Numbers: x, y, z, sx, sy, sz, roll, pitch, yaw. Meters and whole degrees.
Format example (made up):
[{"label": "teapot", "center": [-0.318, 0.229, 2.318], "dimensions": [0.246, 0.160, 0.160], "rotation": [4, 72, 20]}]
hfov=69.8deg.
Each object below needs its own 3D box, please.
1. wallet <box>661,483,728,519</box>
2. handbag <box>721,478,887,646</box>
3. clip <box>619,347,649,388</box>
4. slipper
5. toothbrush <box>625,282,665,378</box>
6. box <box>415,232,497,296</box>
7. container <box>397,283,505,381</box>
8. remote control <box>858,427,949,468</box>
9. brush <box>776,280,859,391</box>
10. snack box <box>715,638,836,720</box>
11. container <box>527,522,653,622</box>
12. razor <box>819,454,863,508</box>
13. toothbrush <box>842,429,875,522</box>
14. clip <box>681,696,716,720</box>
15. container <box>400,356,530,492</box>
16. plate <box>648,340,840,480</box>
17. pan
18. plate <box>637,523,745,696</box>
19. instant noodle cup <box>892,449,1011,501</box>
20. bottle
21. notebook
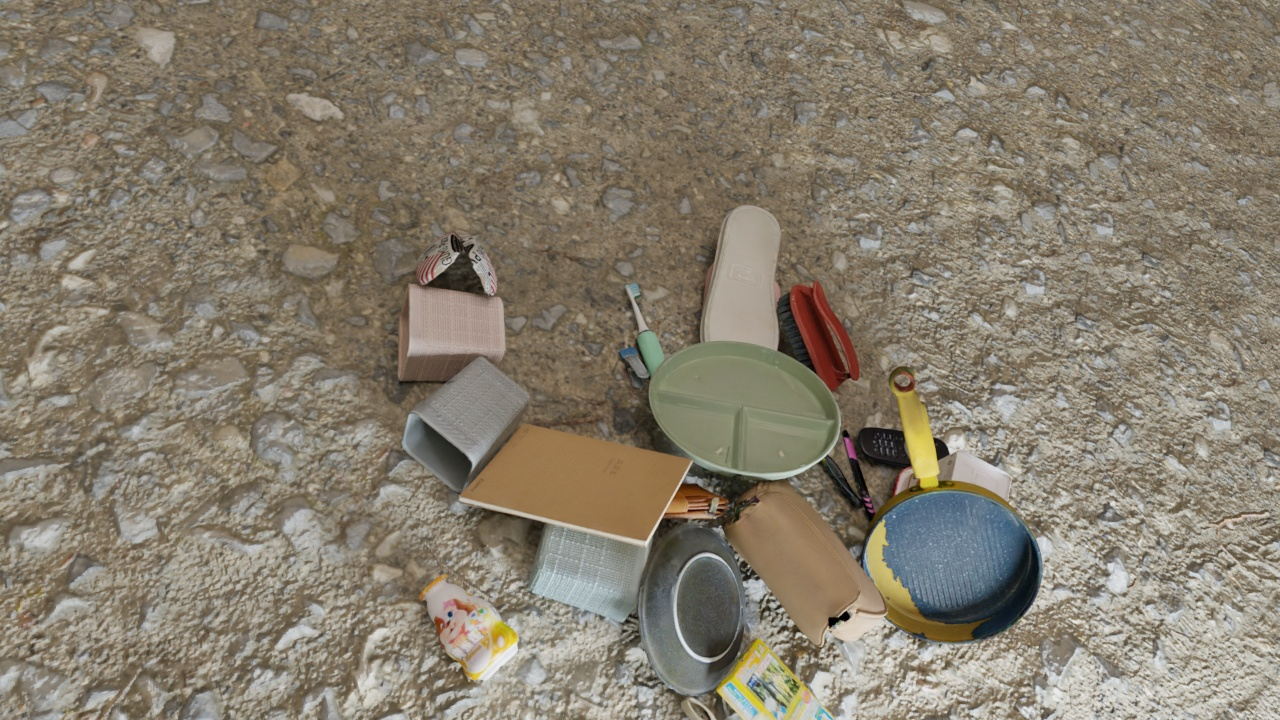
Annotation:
[{"label": "wallet", "center": [0.023, 0.159, 1.029], "dimensions": [0.130, 0.119, 0.035], "rotation": [2, 89, -19]}, {"label": "handbag", "center": [0.177, 0.226, 1.026], "dimensions": [0.204, 0.100, 0.147], "rotation": [50, 14, 22]}, {"label": "clip", "center": [-0.007, 0.008, 1.163], "dimensions": [0.024, 0.028, 0.057], "rotation": [-11, 56, -27]}, {"label": "slipper", "center": [0.137, -0.085, 1.241], "dimensions": [0.114, 0.055, 0.273], "rotation": [10, 68, -9]}, {"label": "toothbrush", "center": [0.017, -0.004, 1.171], "dimensions": [0.027, 0.026, 0.224], "rotation": [-18, 66, -4]}, {"label": "box", "center": [-0.221, -0.110, 1.092], "dimensions": [0.085, 0.162, 0.075], "rotation": [-23, 111, -4]}, {"label": "container", "center": [-0.220, -0.027, 1.066], "dimensions": [0.110, 0.090, 0.090], "rotation": [4, 59, -21]}, {"label": "remote control", "center": [0.346, 0.119, 1.214], "dimensions": [0.136, 0.024, 0.053], "rotation": [10, 56, -15]}, {"label": "brush", "center": [0.234, -0.033, 1.205], "dimensions": [0.063, 0.069, 0.146], "rotation": [-30, 98, -50]}, {"label": "snack box", "center": [0.151, 0.371, 0.970], "dimensions": [0.140, 0.034, 0.086], "rotation": [47, 27, 9]}, {"label": "container", "center": [-0.055, 0.215, 0.981], "dimensions": [0.111, 0.090, 0.090], "rotation": [16, 57, -5]}, {"label": "razor", "center": [0.242, 0.128, 1.175], "dimensions": [0.142, 0.022, 0.042], "rotation": [61, 16, 15]}, {"label": "toothbrush", "center": [0.288, 0.172, 1.168], "dimensions": [0.014, 0.018, 0.189], "rotation": [-1, 60, -19]}, {"label": "clip", "center": [0.084, 0.400, 0.950], "dimensions": [0.099, 0.035, 0.098], "rotation": [20, 57, -7]}, {"label": "container", "center": [-0.190, 0.067, 1.020], "dimensions": [0.090, 0.090, 0.114], "rotation": [39, 52, 5]}, {"label": "plate", "center": [0.122, 0.058, 1.093], "dimensions": [0.230, 0.028, 0.229], "rotation": [6, 40, -5]}, {"label": "pan", "center": [0.328, 0.163, 1.023], "dimensions": [0.078, 0.198, 0.357], "rotation": [-56, 130, -69]}, {"label": "plate", "center": [0.065, 0.262, 0.976], "dimensions": [0.179, 0.024, 0.179], "rotation": [16, 67, -46]}, {"label": "instant noodle cup", "center": [0.384, 0.179, 1.132], "dimensions": [0.116, 0.124, 0.116], "rotation": [28, 55, -2]}, {"label": "bottle", "center": [-0.175, 0.266, 0.922], "dimensions": [0.108, 0.063, 0.063], "rotation": [45, 57, 10]}, {"label": "notebook", "center": [-0.067, 0.129, 0.991], "dimensions": [0.212, 0.012, 0.149], "rotation": [10, 32, 18]}]
